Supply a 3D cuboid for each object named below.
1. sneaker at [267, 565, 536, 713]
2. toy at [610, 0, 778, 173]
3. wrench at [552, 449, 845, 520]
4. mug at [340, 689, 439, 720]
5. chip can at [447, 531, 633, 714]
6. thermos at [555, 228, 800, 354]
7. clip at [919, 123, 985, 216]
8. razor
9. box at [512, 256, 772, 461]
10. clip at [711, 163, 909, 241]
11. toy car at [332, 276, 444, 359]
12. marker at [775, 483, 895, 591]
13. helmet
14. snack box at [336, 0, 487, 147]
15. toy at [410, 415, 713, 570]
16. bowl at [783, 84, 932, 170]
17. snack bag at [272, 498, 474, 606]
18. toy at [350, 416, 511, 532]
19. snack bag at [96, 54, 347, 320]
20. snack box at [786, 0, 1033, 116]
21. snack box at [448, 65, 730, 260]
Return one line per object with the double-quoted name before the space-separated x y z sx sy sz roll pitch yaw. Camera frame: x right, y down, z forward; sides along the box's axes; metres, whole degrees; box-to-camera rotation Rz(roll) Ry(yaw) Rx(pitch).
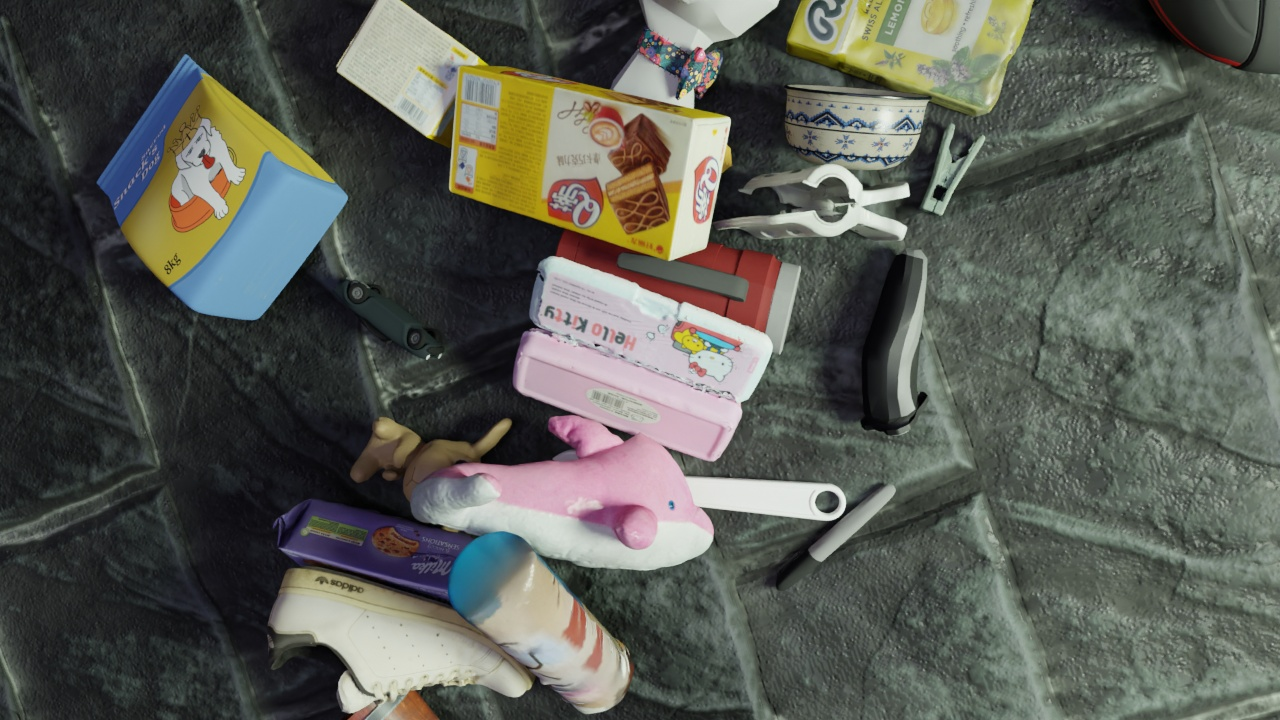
"sneaker" -0.211 0.264 0.803 0.241 0.089 0.102 23 56 -9
"toy" 0.033 -0.304 0.743 0.246 0.140 0.268 42 116 5
"wrench" 0.046 0.118 0.827 0.273 0.018 0.066 4 95 7
"mug" -0.231 0.367 0.845 0.111 0.082 0.117 47 64 -1
"chip can" -0.074 0.221 0.750 0.080 0.230 0.079 -11 52 14
"thermos" 0.029 -0.065 0.769 0.199 0.108 0.084 13 84 9
"clip" 0.258 -0.159 0.772 0.035 0.023 0.074 22 99 5
"razor" 0.217 -0.017 0.775 0.060 0.057 0.156 -2 95 -23
"box" -0.005 0.006 0.770 0.201 0.044 0.155 20 139 0
"clip" 0.145 -0.134 0.747 0.151 0.126 0.092 -11 102 -14
"toy car" -0.231 -0.036 0.841 0.112 0.046 0.034 37 97 6
"marker" 0.170 0.155 0.812 0.139 0.016 0.022 -45 64 8
"helmet" 0.453 -0.312 0.660 0.170 0.163 0.265 -24 101 21
"snack box" -0.197 -0.255 0.812 0.106 0.061 0.084 36 99 4
"toy" -0.055 0.104 0.760 0.265 0.187 0.127 11 69 -27
"bowl" 0.170 -0.187 0.740 0.115 0.115 0.059 7 110 8
"snack bag" -0.218 0.179 0.831 0.205 0.096 0.058 12 62 7
"toy" -0.194 0.093 0.825 0.108 0.105 0.134 27 101 -5
"snack bag" -0.396 -0.160 0.836 0.205 0.102 0.159 42 99 14
"snack box" 0.225 -0.286 0.755 0.181 0.045 0.121 23 97 7
"snack box" -0.049 -0.165 0.747 0.230 0.061 0.110 21 115 27
